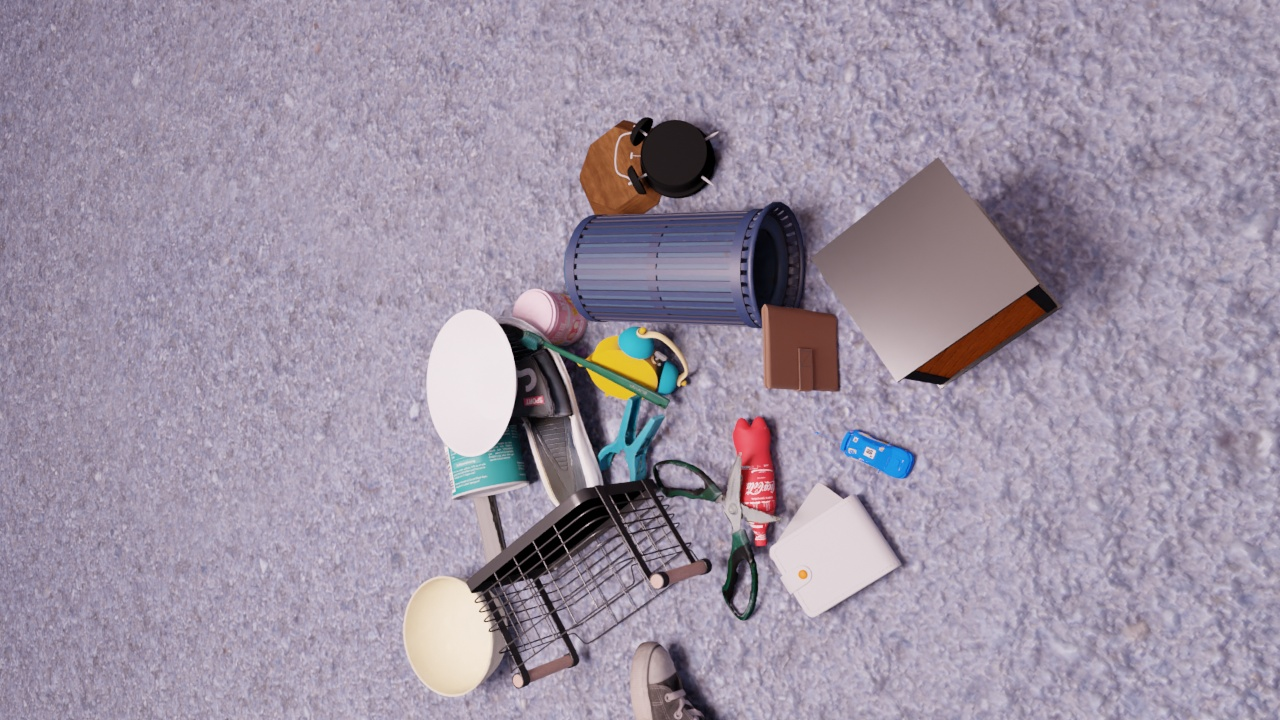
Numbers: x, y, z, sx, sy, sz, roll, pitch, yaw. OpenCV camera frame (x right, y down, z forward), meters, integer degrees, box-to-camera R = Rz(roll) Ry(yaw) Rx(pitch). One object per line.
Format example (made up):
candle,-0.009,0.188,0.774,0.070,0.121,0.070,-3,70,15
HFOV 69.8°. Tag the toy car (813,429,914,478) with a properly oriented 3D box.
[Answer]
toy car,0.231,0.093,0.951,0.092,0.061,0.033,24,99,29

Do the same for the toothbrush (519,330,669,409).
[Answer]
toothbrush,-0.054,0.013,1.072,0.190,0.017,0.016,26,143,1

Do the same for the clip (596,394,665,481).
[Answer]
clip,-0.001,0.116,1.091,0.120,0.030,0.131,56,130,20

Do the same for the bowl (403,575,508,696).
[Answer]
bowl,-0.229,0.353,1.198,0.151,0.075,0.150,-3,85,31

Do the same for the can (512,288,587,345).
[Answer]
can,-0.114,-0.053,1.156,0.067,0.076,0.067,-2,85,30

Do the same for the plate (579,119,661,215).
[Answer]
plate,-0.026,-0.237,1.146,0.131,0.025,0.131,-2,85,30

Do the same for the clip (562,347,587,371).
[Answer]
clip,-0.092,0.003,1.170,0.050,0.029,0.013,-46,67,27

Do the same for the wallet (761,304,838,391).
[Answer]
wallet,0.168,-0.011,0.963,0.013,0.120,0.087,-6,83,47

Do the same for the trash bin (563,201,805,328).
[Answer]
trash bin,0.042,-0.103,1.034,0.250,0.139,0.139,4,88,32

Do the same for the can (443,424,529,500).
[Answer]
can,-0.206,0.099,1.187,0.099,0.099,0.144,-19,77,28

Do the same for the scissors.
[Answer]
scissors,0.080,0.182,1.042,0.206,0.015,0.202,24,119,45

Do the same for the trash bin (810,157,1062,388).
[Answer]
trash bin,0.283,-0.073,0.868,0.140,0.171,0.139,-39,69,22

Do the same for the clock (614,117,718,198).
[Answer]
clock,0.029,-0.239,1.082,0.121,0.042,0.091,6,90,10

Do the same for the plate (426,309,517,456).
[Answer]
plate,-0.191,0.027,1.102,0.174,0.036,0.174,-2,88,43

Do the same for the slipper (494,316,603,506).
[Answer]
slipper,-0.126,0.072,1.118,0.111,0.062,0.264,-13,102,41

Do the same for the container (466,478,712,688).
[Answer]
container,-0.060,0.250,1.050,0.242,0.162,0.130,-41,68,24

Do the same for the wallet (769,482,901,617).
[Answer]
wallet,0.196,0.198,0.980,0.119,0.037,0.115,-38,69,19

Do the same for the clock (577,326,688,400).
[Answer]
clock,-0.006,0.006,1.086,0.130,0.099,0.043,-17,36,33

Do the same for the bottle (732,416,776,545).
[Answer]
bottle,0.128,0.134,1.021,0.042,0.041,0.141,-8,83,30

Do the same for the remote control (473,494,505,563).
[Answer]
remote control,-0.203,0.217,1.228,0.033,0.013,0.136,-21,78,28

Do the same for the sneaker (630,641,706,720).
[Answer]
sneaker,0.077,0.410,1.005,0.120,0.095,0.234,-31,69,22
